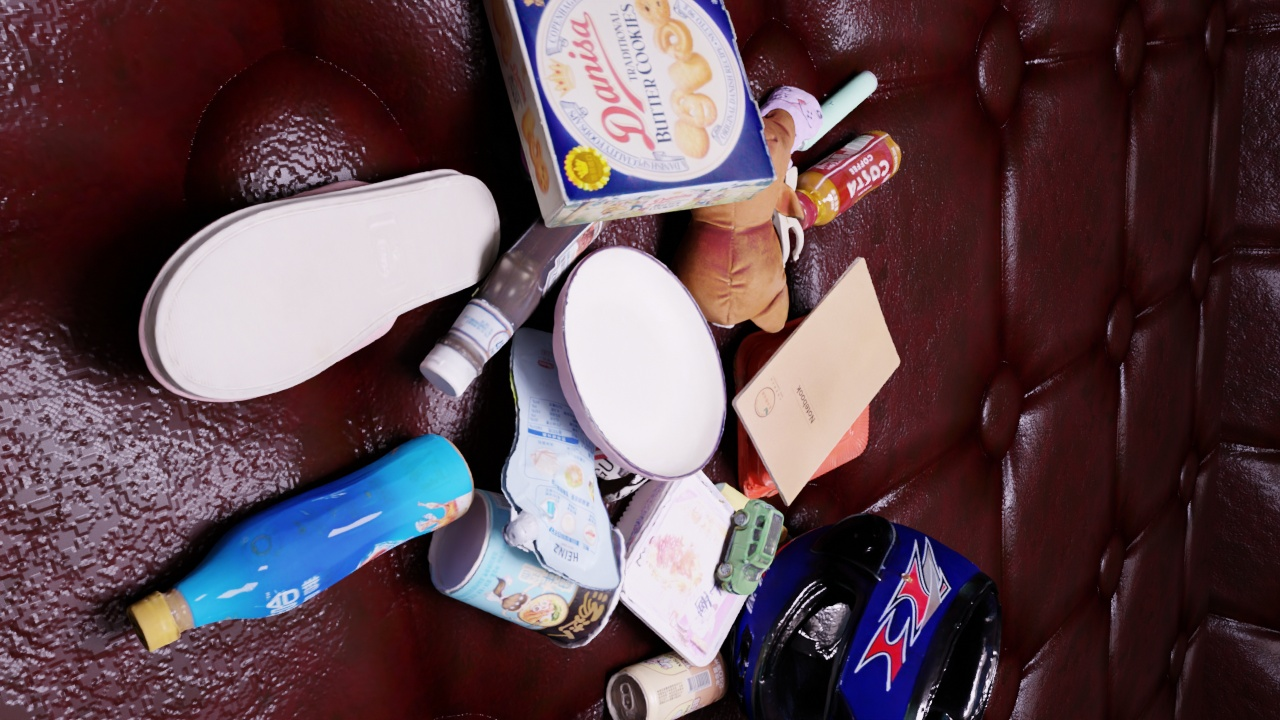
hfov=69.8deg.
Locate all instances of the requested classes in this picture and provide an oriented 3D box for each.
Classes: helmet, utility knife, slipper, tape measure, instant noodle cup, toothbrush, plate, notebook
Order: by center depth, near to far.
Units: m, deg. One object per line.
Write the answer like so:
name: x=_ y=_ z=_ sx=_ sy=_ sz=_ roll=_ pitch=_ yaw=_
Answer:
slipper: x=-0.193 y=-0.058 z=0.584 sx=0.273 sy=0.054 sz=0.114 roll=-37 pitch=126 yaw=-48
tape measure: x=-0.079 y=-0.159 z=0.691 sx=0.057 sy=0.039 sz=0.057 roll=-33 pitch=119 yaw=-37
instant noodle cup: x=-0.091 y=0.153 z=0.698 sx=0.120 sy=0.111 sz=0.111 roll=26 pitch=78 yaw=-36
plate: x=-0.004 y=0.004 z=0.729 sx=0.192 sy=0.039 sz=0.192 roll=25 pitch=55 yaw=-42
instant noodle cup: x=0.034 y=0.186 z=0.852 sx=0.137 sy=0.060 sz=0.173 roll=-57 pitch=132 yaw=-22
notebook: x=0.178 y=0.020 z=0.889 sx=0.207 sy=0.008 sz=0.148 roll=-46 pitch=127 yaw=-23
helmet: x=0.204 y=0.291 z=0.905 sx=0.314 sy=0.241 sz=0.247 roll=-23 pitch=116 yaw=-53
toothbrush: x=0.179 y=-0.241 z=0.945 sx=0.223 sy=0.027 sz=0.026 roll=-43 pitch=154 yaw=-31
instant noodle cup: x=0.174 y=0.053 z=0.956 sx=0.164 sy=0.079 sz=0.189 roll=-20 pitch=116 yaw=-37
utility knife: x=0.124 y=0.173 z=0.967 sx=0.031 sy=0.021 sz=0.198 roll=-43 pitch=127 yaw=9

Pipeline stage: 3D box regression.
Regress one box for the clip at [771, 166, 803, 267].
clip: x=0.143 y=-0.136 z=0.889 sx=0.034 sy=0.082 sz=0.105 roll=-30 pitch=145 yaw=-38

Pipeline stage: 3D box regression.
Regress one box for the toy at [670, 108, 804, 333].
toy: x=0.075 y=-0.119 z=0.813 sx=0.130 sy=0.140 sz=0.200 roll=-74 pitch=163 yaw=-76

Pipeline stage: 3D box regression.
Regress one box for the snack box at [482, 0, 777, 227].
snack box: x=-0.005 y=-0.200 z=0.678 sx=0.182 sy=0.046 sz=0.178 roll=-13 pitch=83 yaw=-27

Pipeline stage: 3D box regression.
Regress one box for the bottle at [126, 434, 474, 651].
bottle: x=-0.211 y=0.116 z=0.591 sx=0.218 sy=0.065 sz=0.065 roll=-25 pitch=114 yaw=-39

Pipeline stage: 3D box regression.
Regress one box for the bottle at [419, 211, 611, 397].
bottle: x=-0.089 y=-0.057 z=0.677 sx=0.044 sy=0.080 sz=0.194 roll=35 pitch=67 yaw=3

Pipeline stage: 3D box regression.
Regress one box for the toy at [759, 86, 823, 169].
toy: x=0.136 y=-0.232 z=0.887 sx=0.084 sy=0.039 sz=0.107 roll=43 pitch=53 yaw=5

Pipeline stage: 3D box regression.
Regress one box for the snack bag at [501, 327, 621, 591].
snack bag: x=-0.059 y=0.071 z=0.685 sx=0.110 sy=0.039 sz=0.190 roll=41 pitch=35 yaw=-44

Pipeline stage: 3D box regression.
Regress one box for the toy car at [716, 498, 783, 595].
toy car: x=0.104 y=0.176 z=0.855 sx=0.043 sy=0.036 sz=0.091 roll=27 pitch=82 yaw=-46

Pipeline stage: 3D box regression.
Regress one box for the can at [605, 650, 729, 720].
can: x=0.028 y=0.308 z=0.868 sx=0.116 sy=0.059 sz=0.058 roll=-2 pitch=98 yaw=-45

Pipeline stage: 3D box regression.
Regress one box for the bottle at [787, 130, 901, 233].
bottle: x=0.205 y=-0.185 z=0.958 sx=0.174 sy=0.058 sz=0.057 roll=-36 pitch=121 yaw=-35

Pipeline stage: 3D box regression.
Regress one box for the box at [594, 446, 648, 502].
box: x=0.005 y=0.044 z=0.804 sx=0.162 sy=0.076 sz=0.087 roll=-44 pitch=106 yaw=-27
